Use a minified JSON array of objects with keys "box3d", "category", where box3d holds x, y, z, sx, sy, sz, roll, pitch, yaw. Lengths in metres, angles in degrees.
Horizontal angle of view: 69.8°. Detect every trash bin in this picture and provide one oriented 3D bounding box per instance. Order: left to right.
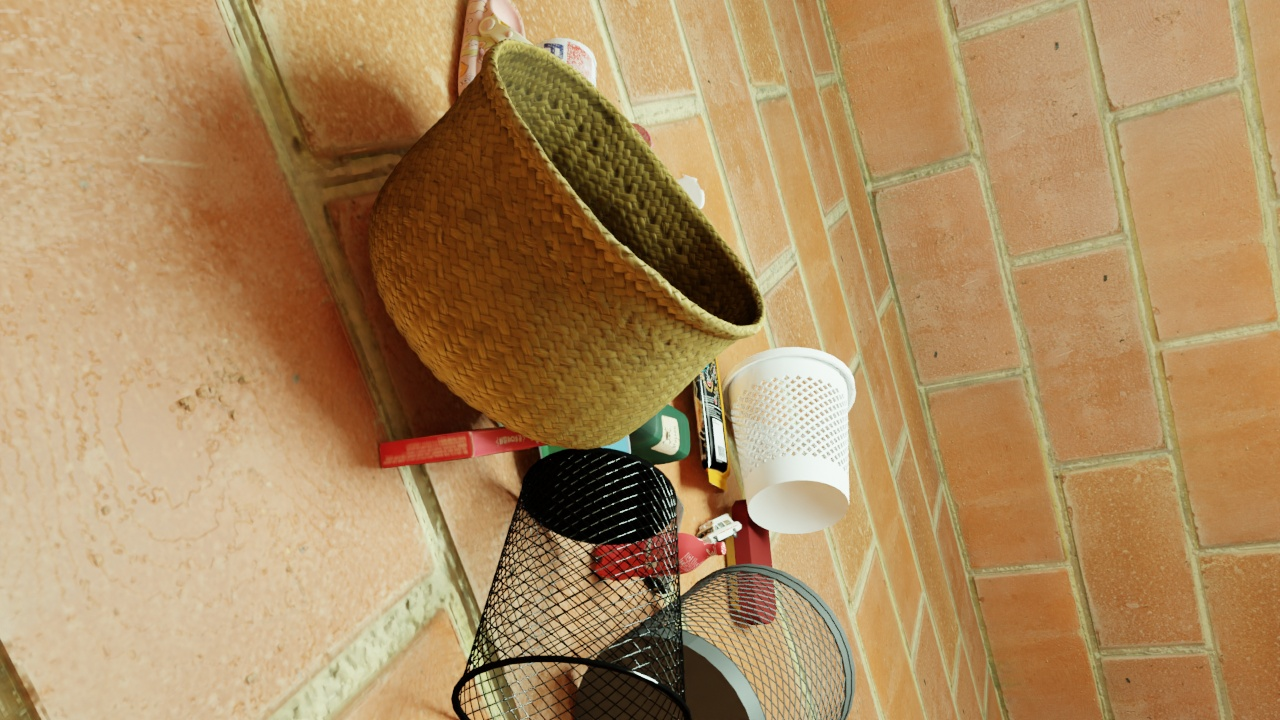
[{"box3d":[-0.046,0.199,0.776,0.184,0.184,0.209,56,27,-38],"category":"trash bin"},{"box3d":[0.074,0.336,0.917,0.227,0.218,0.217,-3,81,-60],"category":"trash bin"},{"box3d":[0.212,0.121,1.280,0.195,0.196,0.199,53,29,-41],"category":"trash bin"}]

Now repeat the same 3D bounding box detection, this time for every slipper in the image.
[{"box3d":[-0.130,-0.299,0.926,0.093,0.082,0.197,28,53,-57],"category":"slipper"}]

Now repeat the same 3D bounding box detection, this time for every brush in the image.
[{"box3d":[0.151,0.282,1.287,0.082,0.042,0.173,28,54,-58],"category":"brush"}]

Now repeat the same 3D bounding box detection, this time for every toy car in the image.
[{"box3d":[0.094,0.227,1.205,0.039,0.039,0.113,61,23,14],"category":"toy car"}]

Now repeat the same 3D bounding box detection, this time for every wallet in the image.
[{"box3d":[0.023,0.205,1.083,0.072,0.019,0.122,59,31,-35],"category":"wallet"}]

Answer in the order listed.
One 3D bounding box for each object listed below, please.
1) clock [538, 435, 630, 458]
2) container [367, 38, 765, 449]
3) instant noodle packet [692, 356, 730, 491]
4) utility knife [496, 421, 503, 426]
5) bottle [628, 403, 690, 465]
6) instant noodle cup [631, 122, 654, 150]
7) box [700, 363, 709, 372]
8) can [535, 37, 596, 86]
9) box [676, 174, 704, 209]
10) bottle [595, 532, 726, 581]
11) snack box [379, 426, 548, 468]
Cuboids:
[{"box3d":[-0.053,0.086,0.929,0.161,0.075,0.122,26,54,-74],"category":"clock"},{"box3d":[-0.065,-0.079,0.741,0.307,0.197,0.306,42,20,-19],"category":"container"},{"box3d":[0.095,0.065,1.260,0.160,0.032,0.220,42,40,-72],"category":"instant noodle packet"},{"box3d":[-0.140,0.031,0.834,0.022,0.015,0.126,-76,147,-45],"category":"utility knife"},{"box3d":[0.003,0.074,1.051,0.131,0.061,0.061,35,46,-55],"category":"bottle"},{"box3d":[-0.014,-0.218,1.124,0.108,0.098,0.097,54,33,-55],"category":"instant noodle cup"},{"box3d":[-0.006,0.007,1.026,0.226,0.094,0.041,-1,78,-64],"category":"box"},{"box3d":[-0.088,-0.278,1.003,0.078,0.078,0.136,36,47,-54],"category":"can"},{"box3d":[0.063,-0.169,1.269,0.141,0.084,0.139,54,32,-30],"category":"box"},{"box3d":[0.020,0.199,0.936,0.042,0.142,0.041,37,47,-54],"category":"bottle"},{"box3d":[-0.133,0.066,0.744,0.132,0.089,0.021,-2,84,-64],"category":"snack box"}]
